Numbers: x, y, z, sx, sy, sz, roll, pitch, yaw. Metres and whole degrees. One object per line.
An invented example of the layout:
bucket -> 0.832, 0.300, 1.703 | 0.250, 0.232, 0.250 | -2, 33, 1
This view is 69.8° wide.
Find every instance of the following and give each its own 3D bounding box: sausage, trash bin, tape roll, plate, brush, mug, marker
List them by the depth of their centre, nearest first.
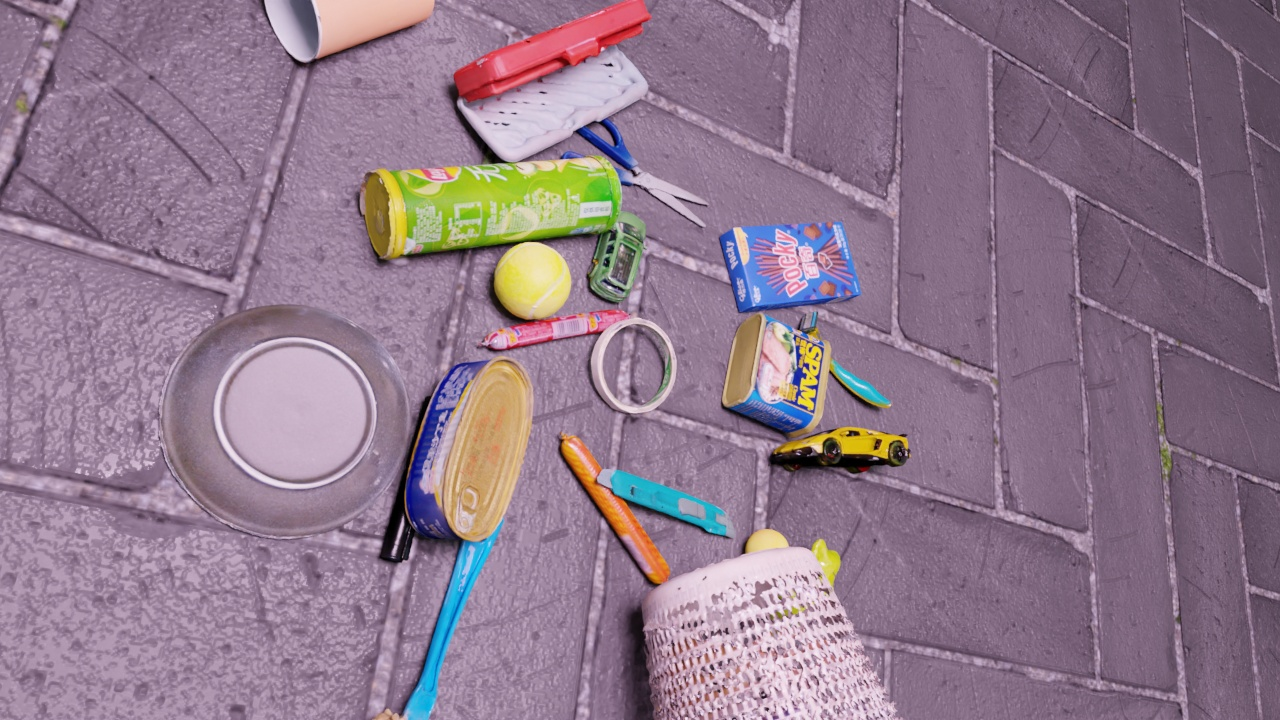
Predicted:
brush -> -0.157, 0.227, 0.677 | 0.083, 0.046, 0.254 | 28, 59, -17
plate -> -0.255, 0.040, 0.678 | 0.179, 0.024, 0.179 | 10, 70, -29
marker -> -0.174, 0.090, 0.713 | 0.020, 0.022, 0.131 | 45, 50, -54
trash bin -> 0.096, 0.261, 0.726 | 0.227, 0.228, 0.192 | -3, 64, -32
mug -> -0.237, -0.300, 0.763 | 0.122, 0.078, 0.078 | -32, 93, -39
sausage -> -0.022, 0.129, 0.793 | 0.021, 0.022, 0.165 | -37, 96, -34
sausage -> -0.072, -0.028, 0.811 | 0.155, 0.020, 0.020 | -12, 82, -33
tape roll -> -0.005, 0.005, 0.834 | 0.085, 0.014, 0.086 | 1, 87, -33

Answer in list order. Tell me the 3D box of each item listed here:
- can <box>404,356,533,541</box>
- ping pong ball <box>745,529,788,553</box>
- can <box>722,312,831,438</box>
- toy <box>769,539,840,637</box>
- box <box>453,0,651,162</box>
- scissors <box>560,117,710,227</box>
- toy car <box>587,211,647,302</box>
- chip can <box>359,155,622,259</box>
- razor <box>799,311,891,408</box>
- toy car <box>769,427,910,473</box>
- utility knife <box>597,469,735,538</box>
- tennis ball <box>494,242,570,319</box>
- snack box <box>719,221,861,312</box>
can -> -0.132, 0.067, 0.713 | 0.074, 0.049, 0.148 | 40, 53, -45
ping pong ball -> 0.118, 0.177, 0.851 | 0.040, 0.040, 0.040 | 9, 71, -29
can -> 0.133, 0.014, 0.900 | 0.083, 0.057, 0.102 | 23, 65, -21
toy -> 0.151, 0.215, 0.858 | 0.100, 0.031, 0.097 | 3, 99, -47
box -> -0.069, -0.255, 0.849 | 0.200, 0.095, 0.099 | -37, 113, -35
scissors -> -0.002, -0.190, 0.906 | 0.170, 0.012, 0.141 | -10, 81, -34
toy car -> -0.019, -0.099, 0.856 | 0.043, 0.036, 0.091 | 23, 61, -22
chip can -> -0.119, -0.134, 0.782 | 0.220, 0.073, 0.072 | -12, 82, -33
razor -> 0.215, 0.006, 0.968 | 0.132, 0.028, 0.043 | 44, 27, -10
toy car -> 0.199, 0.088, 0.908 | 0.155, 0.071, 0.041 | 3, 75, -30
utility knife -> 0.026, 0.126, 0.815 | 0.164, 0.013, 0.029 | 25, 50, -32
tennis ball -> -0.092, -0.068, 0.783 | 0.065, 0.066, 0.065 | 9, 71, -29
snack box -> 0.161, -0.100, 0.968 | 0.156, 0.026, 0.084 | -8, 81, -33
